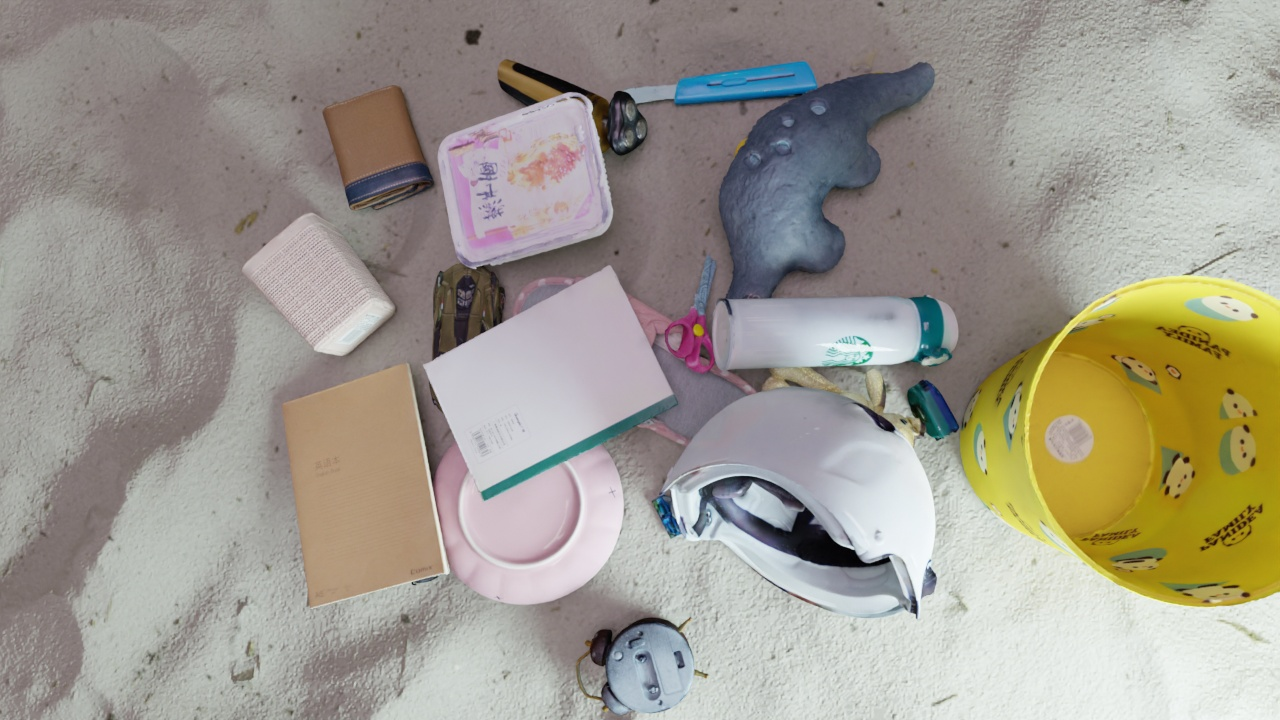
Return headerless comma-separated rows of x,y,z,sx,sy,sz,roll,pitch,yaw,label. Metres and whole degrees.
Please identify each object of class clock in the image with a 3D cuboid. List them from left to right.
-0.002,0.287,0.865,0.122,0.055,0.082,-17,84,3,clock

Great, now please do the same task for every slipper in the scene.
-0.005,0.005,0.895,0.274,0.054,0.114,31,87,6,slipper

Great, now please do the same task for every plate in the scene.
-0.113,0.140,0.890,0.192,0.039,0.192,0,80,2,plate

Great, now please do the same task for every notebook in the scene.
-0.275,0.123,0.903,0.150,0.012,0.211,-17,75,12,notebook
-0.088,0.022,0.871,0.209,0.012,0.150,-27,79,5,notebook

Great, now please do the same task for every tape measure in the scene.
0.273,0.048,0.868,0.025,0.054,0.058,-26,81,-2,tape measure

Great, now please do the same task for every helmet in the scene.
0.150,0.112,0.791,0.229,0.258,0.145,11,64,36,helmet

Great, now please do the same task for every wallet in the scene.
-0.274,-0.220,0.952,0.090,0.033,0.115,-20,82,0,wallet

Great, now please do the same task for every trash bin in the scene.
0.390,0.068,0.755,0.230,0.255,0.229,0,83,4,trash bin

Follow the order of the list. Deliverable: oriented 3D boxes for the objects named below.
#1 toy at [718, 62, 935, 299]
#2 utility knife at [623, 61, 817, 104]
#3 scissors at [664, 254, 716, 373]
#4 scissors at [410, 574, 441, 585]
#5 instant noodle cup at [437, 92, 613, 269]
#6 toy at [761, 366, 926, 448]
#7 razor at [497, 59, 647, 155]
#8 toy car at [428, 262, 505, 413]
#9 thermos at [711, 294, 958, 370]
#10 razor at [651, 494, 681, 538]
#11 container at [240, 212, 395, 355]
0.152,-0.169,0.891,0.138,0.091,0.356,33,88,-21,toy
0.077,-0.278,0.937,0.203,0.018,0.034,-5,84,5,utility knife
0.054,-0.053,0.889,0.064,0.017,0.135,27,57,-25,scissors
-0.165,0.161,0.913,0.142,0.014,0.173,39,88,6,scissors
-0.104,-0.170,0.897,0.174,0.060,0.138,-12,87,25,instant noodle cup
0.188,0.047,0.870,0.157,0.066,0.105,31,87,17,toy
-0.071,-0.262,0.929,0.167,0.068,0.062,29,43,13,razor
-0.175,-0.019,0.919,0.070,0.042,0.158,0,87,5,toy car
0.183,-0.025,0.857,0.224,0.073,0.073,-2,84,-10,thermos
0.083,0.125,0.892,0.143,0.022,0.042,-26,85,1,razor
-0.313,-0.071,0.912,0.090,0.090,0.111,-41,86,-1,container
